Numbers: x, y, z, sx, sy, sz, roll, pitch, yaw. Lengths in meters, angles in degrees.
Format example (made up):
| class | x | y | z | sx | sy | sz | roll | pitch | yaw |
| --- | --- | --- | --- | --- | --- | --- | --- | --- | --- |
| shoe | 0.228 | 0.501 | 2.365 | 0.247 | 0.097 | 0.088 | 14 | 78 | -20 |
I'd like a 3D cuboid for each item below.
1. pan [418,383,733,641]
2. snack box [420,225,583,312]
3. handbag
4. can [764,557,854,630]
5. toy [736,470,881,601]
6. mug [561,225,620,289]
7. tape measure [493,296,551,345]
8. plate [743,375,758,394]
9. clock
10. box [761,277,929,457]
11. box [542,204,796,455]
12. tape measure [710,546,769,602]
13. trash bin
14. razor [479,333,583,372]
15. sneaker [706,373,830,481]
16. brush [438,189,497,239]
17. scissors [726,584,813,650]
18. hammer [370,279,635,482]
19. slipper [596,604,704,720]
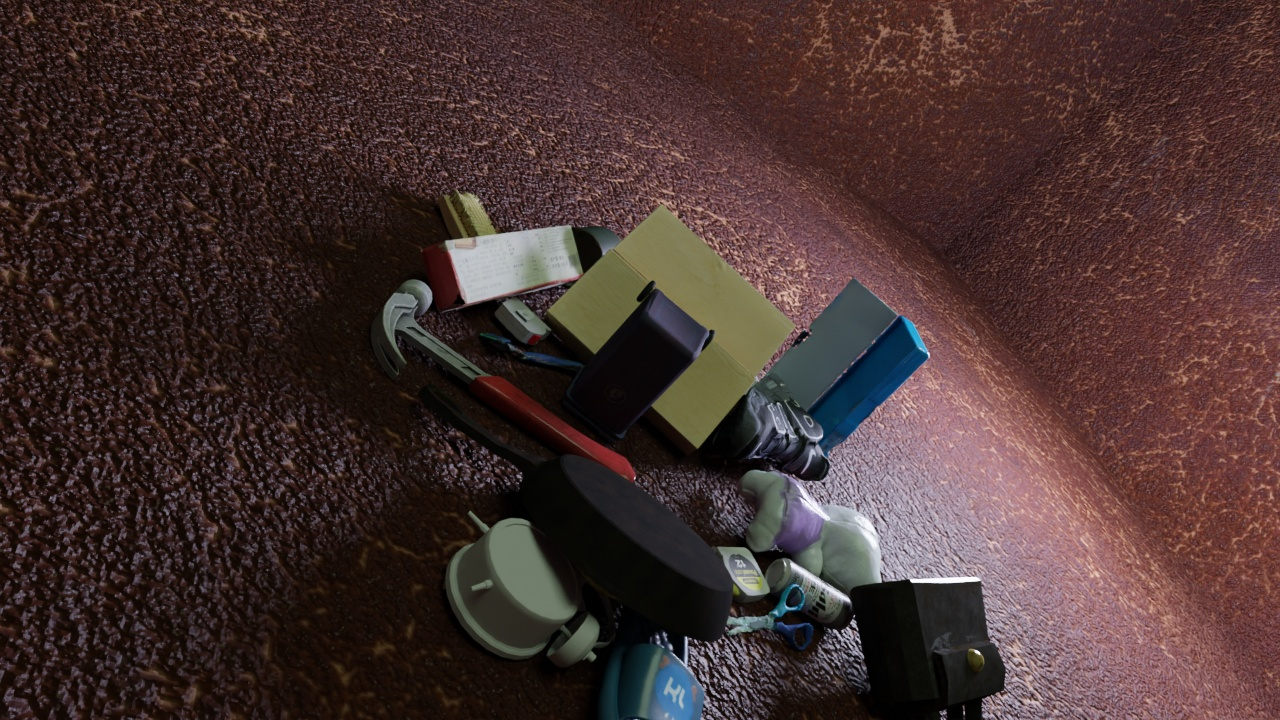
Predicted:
| class | x | y | z | sx | sy | sz | roll | pitch | yaw |
| --- | --- | --- | --- | --- | --- | --- | --- | --- | --- |
| pan | -0.056 | 0.122 | 0.844 | 0.356 | 0.043 | 0.248 | 37 | 5 | 7 |
| snack box | -0.158 | -0.114 | 1.109 | 0.272 | 0.044 | 0.076 | -25 | 101 | -62 |
| handbag | 0.339 | 0.349 | 1.039 | 0.197 | 0.103 | 0.199 | 12 | 65 | -46 |
| can | 0.192 | 0.267 | 1.045 | 0.106 | 0.044 | 0.044 | 34 | 27 | -17 |
| toy | 0.214 | 0.208 | 1.117 | 0.209 | 0.086 | 0.137 | 32 | 28 | -23 |
| mug | -0.063 | -0.133 | 1.261 | 0.111 | 0.085 | 0.081 | 46 | 24 | 9 |
| tape measure | -0.139 | -0.047 | 1.083 | 0.060 | 0.020 | 0.062 | 43 | 16 | 2 |
| plate | 0.106 | -0.008 | 1.381 | 0.172 | 0.019 | 0.172 | 33 | 27 | -19 |
| clock | -0.086 | 0.193 | 0.756 | 0.159 | 0.061 | 0.119 | 32 | 26 | -31 |
| box | 0.295 | 0.023 | 1.341 | 0.075 | 0.244 | 0.166 | 8 | 40 | -46 |
| box | 0.045 | -0.049 | 1.176 | 0.247 | 0.076 | 0.256 | 43 | 55 | 0 |
| tape measure | 0.108 | 0.234 | 1.008 | 0.064 | 0.017 | 0.065 | 13 | 38 | -46 |
| trash bin | -0.006 | 0.006 | 1.032 | 0.094 | 0.161 | 0.092 | 39 | 32 | -7 |
| razor | -0.119 | -0.004 | 1.056 | 0.140 | 0.018 | 0.044 | 19 | -3 | -43 |
| sneaker | 0.182 | 0.110 | 1.208 | 0.151 | 0.097 | 0.252 | 41 | 19 | 8 |
| brush | -0.212 | -0.167 | 1.156 | 0.049 | 0.039 | 0.117 | 7 | 44 | -49 |
| scissors | 0.137 | 0.280 | 0.967 | 0.133 | 0.016 | 0.073 | 1 | 74 | -42 |
| hammer | -0.136 | 0.042 | 0.948 | 0.315 | 0.036 | 0.126 | 37 | 28 | -14 |
| slipper | 0.019 | 0.270 | 0.766 | 0.104 | 0.059 | 0.213 | 49 | 22 | -19 |
